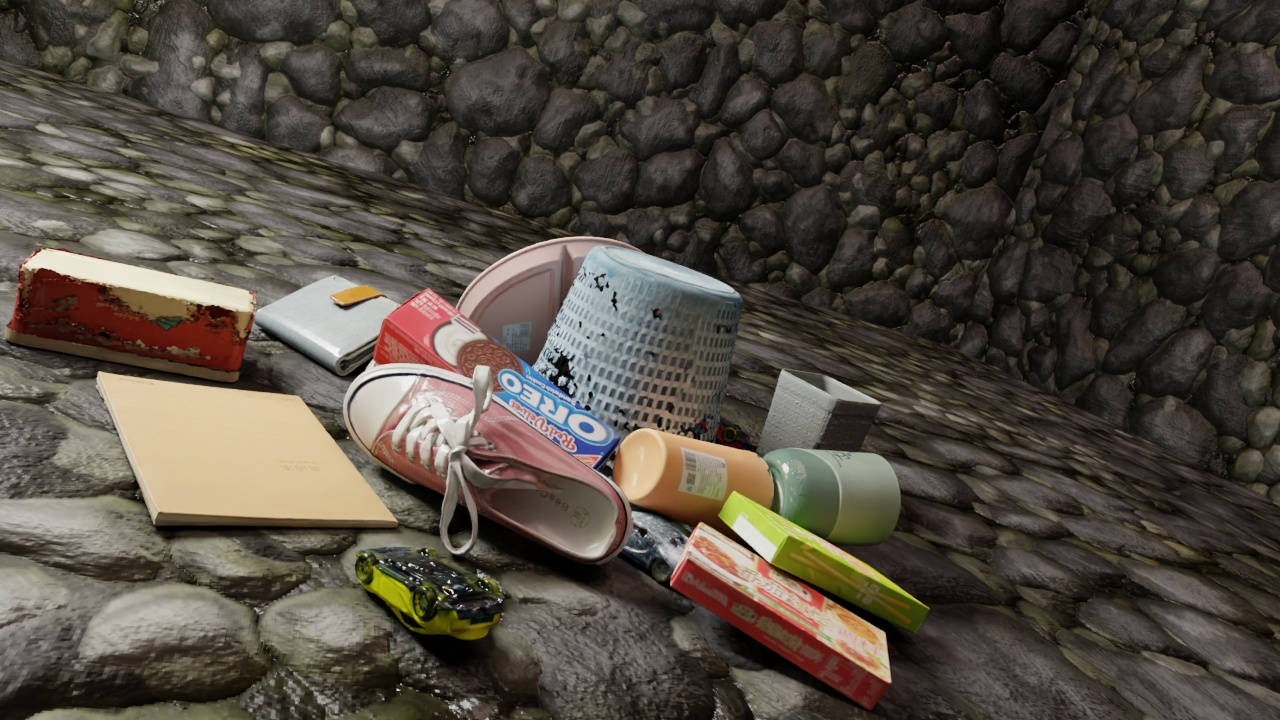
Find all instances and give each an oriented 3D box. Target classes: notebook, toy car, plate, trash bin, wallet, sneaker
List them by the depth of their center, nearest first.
[{"bbox_3d":[-0.121,0.130,0.514,0.105,0.032,0.048,14,6,43],"label":"toy car"},{"bbox_3d":[-0.277,0.061,0.635,0.149,0.012,0.211,10,15,-41],"label":"notebook"},{"bbox_3d":[-0.117,0.067,0.643,0.241,0.118,0.088,28,-6,16],"label":"sneaker"},{"bbox_3d":[0.004,0.134,0.692,0.106,0.031,0.048,25,12,31],"label":"toy car"},{"bbox_3d":[-0.005,0.005,0.859,0.226,0.195,0.226,18,12,-4],"label":"trash bin"},{"bbox_3d":[-0.301,-0.044,0.911,0.130,0.037,0.106,25,46,29],"label":"wallet"},{"bbox_3d":[-0.082,-0.042,0.971,0.229,0.230,0.028,10,49,-36],"label":"plate"},{"bbox_3d":[0.083,0.074,1.079,0.106,0.031,0.049,32,14,13],"label":"toy car"}]

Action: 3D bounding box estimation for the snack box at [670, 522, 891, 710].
[{"bbox_3d":[0.095,0.169,0.621,0.153,0.025,0.075,31,14,6],"label":"snack box"}]

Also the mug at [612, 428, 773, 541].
[{"bbox_3d":[0.041,0.098,0.743,0.122,0.078,0.078,22,7,-41],"label":"mug"}]

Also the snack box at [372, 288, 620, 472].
[{"bbox_3d":[-0.116,0.032,0.739,0.207,0.058,0.057,38,43,6],"label":"snack box"}]

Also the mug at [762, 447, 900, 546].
[{"bbox_3d":[0.150,0.116,0.803,0.106,0.082,0.112,5,7,-22],"label":"mug"}]

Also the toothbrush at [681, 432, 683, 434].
[{"bbox_3d":[0.022,0.058,1.108,0.016,0.018,0.191,12,16,-22],"label":"toothbrush"}]

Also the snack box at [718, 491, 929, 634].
[{"bbox_3d":[0.140,0.155,0.705,0.156,0.026,0.086,31,1,-25],"label":"snack box"}]

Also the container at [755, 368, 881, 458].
[{"bbox_3d":[0.192,0.080,1.018,0.090,0.114,0.090,8,17,-42],"label":"container"}]

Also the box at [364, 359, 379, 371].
[{"bbox_3d":[-0.202,0.029,0.828,0.087,0.076,0.162,-17,28,-16],"label":"box"}]

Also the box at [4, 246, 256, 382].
[{"bbox_3d":[-0.405,-0.045,0.745,0.168,0.078,0.091,12,13,-26],"label":"box"}]
